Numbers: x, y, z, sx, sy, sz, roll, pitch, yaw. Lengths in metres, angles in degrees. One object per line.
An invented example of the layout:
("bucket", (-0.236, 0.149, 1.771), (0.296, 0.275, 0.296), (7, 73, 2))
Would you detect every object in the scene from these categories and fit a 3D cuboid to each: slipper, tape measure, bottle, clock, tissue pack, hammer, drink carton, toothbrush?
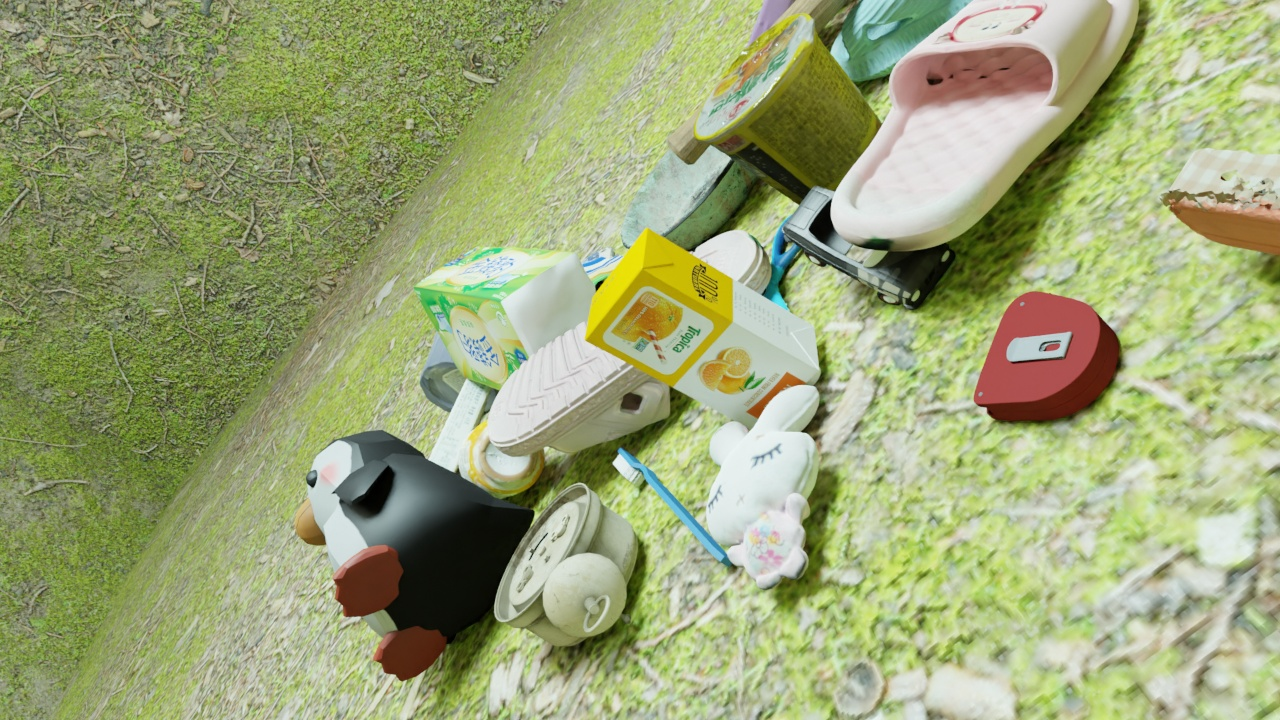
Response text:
("slipper", (-0.004, 0.004, 0.639), (0.240, 0.064, 0.094), (-35, 31, 17))
("tape measure", (0.169, -0.005, 0.379), (0.051, 0.019, 0.058), (-9, 49, 59))
("bottle", (-0.116, 0.081, 0.742), (0.063, 0.063, 0.109), (-61, 10, -18))
("slipper", (0.215, -0.262, 0.599), (0.115, 0.069, 0.277), (-56, 24, -15))
("clock", (-0.035, 0.128, 0.533), (0.093, 0.054, 0.141), (-55, 16, -5))
("tissue pack", (-0.084, -0.052, 0.791), (0.141, 0.120, 0.198), (-36, 32, -25))
("hammer", (0.133, -0.258, 0.643), (0.306, 0.040, 0.132), (-45, 5, 16))
("drink carton", (0.038, -0.014, 0.513), (0.059, 0.122, 0.040), (-49, 21, 35))
("slipper", (0.172, -0.140, 0.476), (0.107, 0.056, 0.221), (17, 62, 47))
("toothbrush", (0.015, 0.086, 0.545), (0.014, 0.016, 0.166), (-53, 24, 0))

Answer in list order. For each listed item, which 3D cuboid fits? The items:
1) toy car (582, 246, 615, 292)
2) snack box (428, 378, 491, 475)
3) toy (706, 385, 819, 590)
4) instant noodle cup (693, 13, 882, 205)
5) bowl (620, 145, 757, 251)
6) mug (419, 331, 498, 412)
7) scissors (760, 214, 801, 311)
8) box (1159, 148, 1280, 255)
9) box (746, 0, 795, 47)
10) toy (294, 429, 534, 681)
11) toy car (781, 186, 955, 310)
("toy car", (-0.067, -0.071, 0.889), (0.113, 0.040, 0.048), (-38, 28, 30))
("snack box", (-0.169, 0.084, 0.824), (0.149, 0.026, 0.082), (-81, 12, -59))
("toy", (0.061, 0.062, 0.464), (0.076, 0.037, 0.125), (-41, 23, 29))
("instant noodle cup", (0.105, -0.146, 0.584), (0.102, 0.108, 0.102), (-42, 25, 25))
("bowl", (0.049, -0.147, 0.779), (0.158, 0.038, 0.157), (-42, 26, 25))
("mug", (-0.158, -0.013, 0.940), (0.124, 0.084, 0.103), (-17, 39, 25))
("scissors", (0.090, -0.053, 0.608), (0.113, 0.013, 0.140), (-46, 21, 11))
("box", (0.240, -0.040, 0.252), (0.076, 0.055, 0.187), (-22, 22, -10))
("box", (0.131, -0.330, 0.755), (0.214, 0.062, 0.140), (115, 163, -82))
("toy", (-0.177, 0.113, 0.683), (0.140, 0.159, 0.184), (-33, 38, -22))
("toy car", (0.120, -0.065, 0.499), (0.092, 0.037, 0.040), (35, 87, 34))
